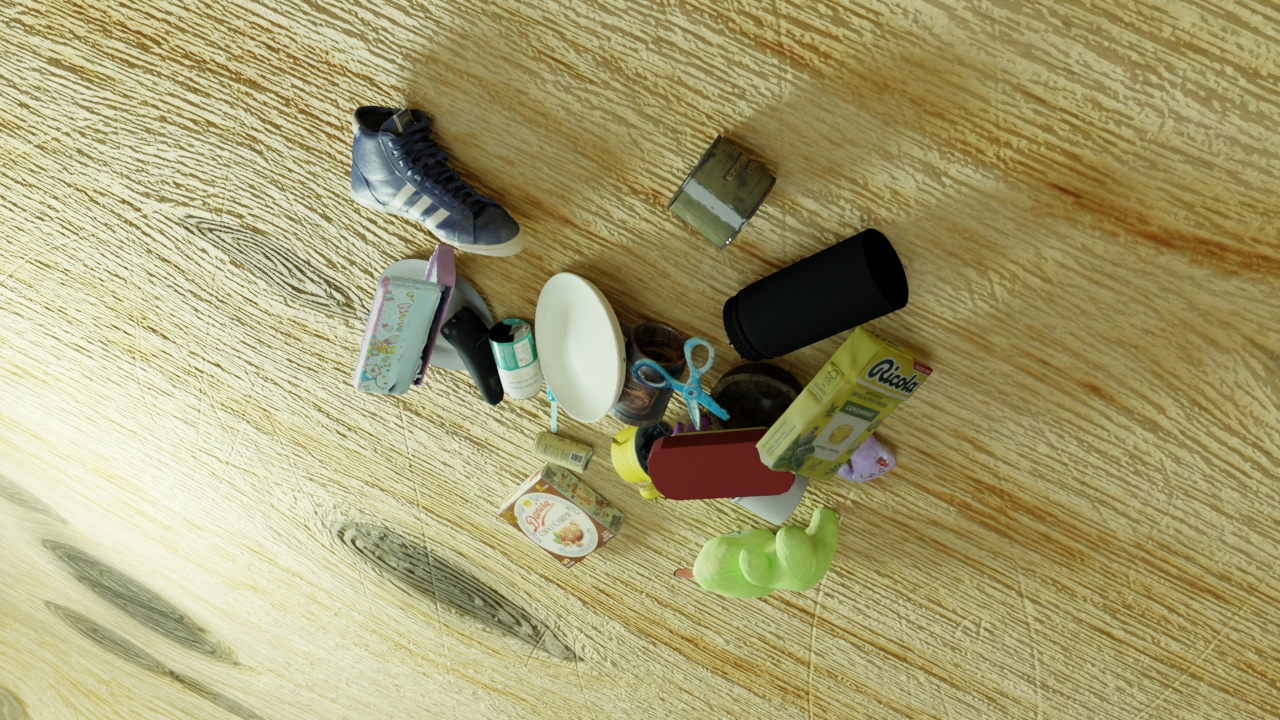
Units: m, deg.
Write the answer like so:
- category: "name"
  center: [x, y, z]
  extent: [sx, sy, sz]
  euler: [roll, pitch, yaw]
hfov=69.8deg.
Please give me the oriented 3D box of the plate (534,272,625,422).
- category: "plate"
  center: [-0.067, -0.017, 1.105]
  extent: [0.182, 0.034, 0.182]
  euler: [23, 119, 49]

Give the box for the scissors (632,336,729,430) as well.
- category: "scissors"
  center: [0.046, 0.033, 1.060]
  extent: [0.118, 0.013, 0.140]
  euler: [-6, 128, 9]

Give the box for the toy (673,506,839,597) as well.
- category: "toy"
  center: [0.161, 0.263, 1.200]
  extent: [0.197, 0.149, 0.107]
  euler: [-34, 77, 40]

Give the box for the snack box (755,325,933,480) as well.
- category: "snack box"
  center: [0.216, 0.054, 0.977]
  extent: [0.121, 0.045, 0.181]
  euler: [19, 116, -46]

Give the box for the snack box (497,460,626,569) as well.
- category: "snack box"
  center: [-0.120, 0.232, 1.372]
  extent: [0.147, 0.041, 0.144]
  euler: [40, 133, -9]

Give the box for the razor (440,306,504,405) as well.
- category: "razor"
  center: [-0.219, -0.003, 1.212]
  extent: [0.067, 0.053, 0.151]
  euler: [16, 140, 32]

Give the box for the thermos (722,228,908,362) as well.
- category: "thermos"
  center: [0.171, -0.059, 0.966]
  extent: [0.199, 0.085, 0.086]
  euler: [-24, 113, 38]

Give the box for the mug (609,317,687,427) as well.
- category: "mug"
  center: [-0.006, 0.007, 1.114]
  extent: [0.116, 0.079, 0.107]
  euler: [34, 133, 12]

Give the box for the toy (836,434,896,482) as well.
- category: "toy"
  center: [0.253, 0.106, 1.095]
  extent: [0.099, 0.036, 0.080]
  euler: [42, 131, -12]

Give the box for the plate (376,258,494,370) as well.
- category: "plate"
  center: [-0.272, -0.061, 1.227]
  extent: [0.178, 0.012, 0.179]
  euler: [13, 131, 16]

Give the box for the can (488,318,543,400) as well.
- category: "can"
  center: [-0.161, -0.002, 1.193]
  extent: [0.055, 0.054, 0.102]
  euler: [6, 129, 21]

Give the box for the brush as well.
- category: "brush"
  center: [0.096, 0.118, 1.083]
  extent: [0.174, 0.041, 0.082]
  euler: [-6, 123, 19]

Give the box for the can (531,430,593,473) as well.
- category: "can"
  center: [-0.109, 0.128, 1.285]
  extent: [0.079, 0.038, 0.038]
  euler: [19, 132, 11]

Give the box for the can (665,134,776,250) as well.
- category: "can"
  center: [0.081, -0.167, 0.919]
  extent: [0.074, 0.089, 0.090]
  euler: [36, 133, -5]

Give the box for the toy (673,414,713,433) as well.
- category: "toy"
  center: [0.061, 0.124, 1.168]
  extent: [0.056, 0.087, 0.106]
  euler: [-5, 124, 37]

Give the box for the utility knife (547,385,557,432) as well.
- category: "utility knife"
  center: [-0.118, 0.037, 1.231]
  extent: [0.022, 0.015, 0.167]
  euler: [18, 130, 12]

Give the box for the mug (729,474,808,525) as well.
- category: "mug"
  center: [0.156, 0.161, 1.160]
  extent: [0.070, 0.084, 0.113]
  euler: [30, 148, -3]

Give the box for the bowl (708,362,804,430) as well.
- category: "bowl"
  center: [0.146, 0.047, 1.085]
  extent: [0.121, 0.056, 0.121]
  euler: [13, 131, 16]

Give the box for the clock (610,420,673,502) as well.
- category: "clock"
  center: [0.013, 0.130, 1.198]
  extent: [0.057, 0.083, 0.119]
  euler: [-19, 114, 42]

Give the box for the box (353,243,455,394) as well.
- category: "box"
  center: [-0.302, -0.051, 1.157]
  extent: [0.091, 0.090, 0.215]
  euler: [7, 138, -23]

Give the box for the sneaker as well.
- category: "sneaker"
  center: [-0.229, -0.215, 1.036]
  extent: [0.233, 0.091, 0.119]
  euler: [23, 131, 18]
